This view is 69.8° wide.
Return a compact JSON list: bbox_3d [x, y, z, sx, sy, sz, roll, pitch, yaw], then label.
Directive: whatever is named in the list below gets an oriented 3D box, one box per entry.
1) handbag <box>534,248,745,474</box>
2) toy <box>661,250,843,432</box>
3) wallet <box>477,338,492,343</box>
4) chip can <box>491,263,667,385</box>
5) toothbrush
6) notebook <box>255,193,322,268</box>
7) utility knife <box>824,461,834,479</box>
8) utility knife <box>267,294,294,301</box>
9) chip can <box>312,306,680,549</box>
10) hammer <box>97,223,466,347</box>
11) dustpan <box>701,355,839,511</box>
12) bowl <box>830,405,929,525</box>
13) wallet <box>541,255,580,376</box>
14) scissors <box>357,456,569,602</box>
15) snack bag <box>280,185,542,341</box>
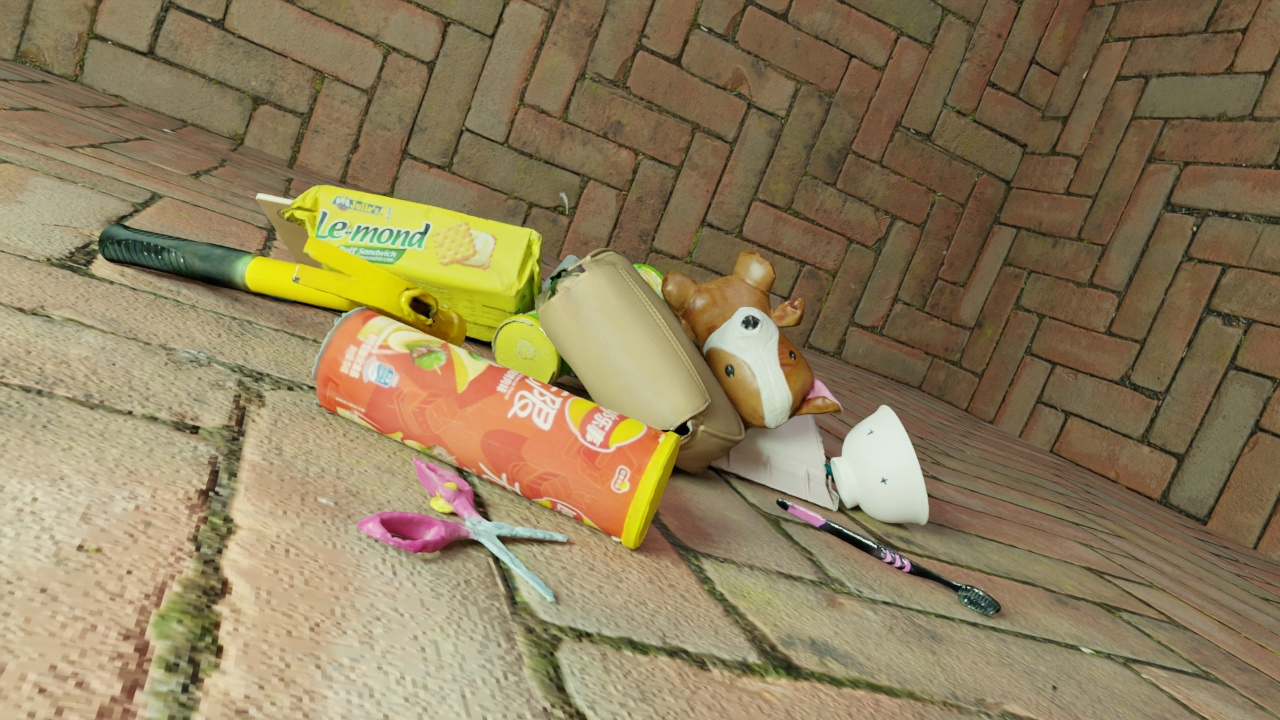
[{"bbox_3d":[-0.005,0.004,0.763,0.204,0.100,0.147,55,13,14],"label":"handbag"},{"bbox_3d":[0.100,-0.016,0.871,0.131,0.140,0.199,77,-2,-54],"label":"toy"},{"bbox_3d":[-0.193,-0.052,1.025,0.106,0.040,0.133,17,9,-3],"label":"wallet"},{"bbox_3d":[-0.049,-0.038,0.900,0.072,0.073,0.220,25,31,23],"label":"chip can"},{"bbox_3d":[0.190,0.153,0.726,0.189,0.014,0.017,24,20,25],"label":"toothbrush"},{"bbox_3d":[-0.274,-0.115,0.952,0.207,0.008,0.148,11,-21,0],"label":"notebook"},{"bbox_3d":[0.200,0.115,1.011,0.029,0.013,0.176,14,10,-39],"label":"utility knife"},{"bbox_3d":[-0.326,-0.065,0.808,0.034,0.018,0.218,11,-1,42],"label":"utility knife"},{"bbox_3d":[-0.086,0.037,0.552,0.217,0.073,0.073,23,8,10],"label":"chip can"},{"bbox_3d":[-0.276,-0.063,0.658,0.301,0.032,0.129,12,-13,23],"label":"hammer"},{"bbox_3d":[0.073,0.077,0.955,0.222,0.139,0.272,22,36,-5],"label":"dustpan"},{"bbox_3d":[0.220,0.107,0.873,0.065,0.118,0.118,-16,9,1],"label":"bowl"},{"bbox_3d":[-0.070,-0.051,1.026,0.106,0.037,0.129,40,44,-6],"label":"wallet"},{"bbox_3d":[-0.086,0.082,0.459,0.133,0.017,0.133,32,9,39],"label":"scissors"},{"bbox_3d":[-0.206,-0.085,0.883,0.246,0.068,0.158,13,-22,0],"label":"snack bag"}]
